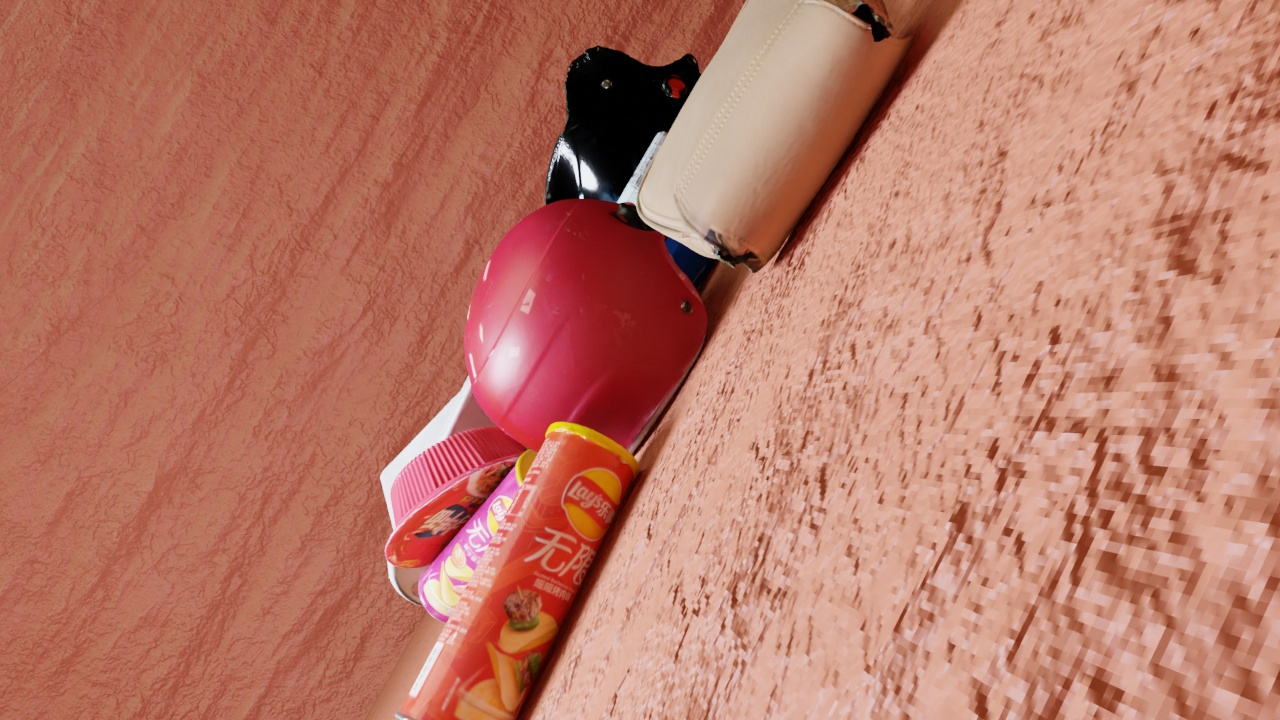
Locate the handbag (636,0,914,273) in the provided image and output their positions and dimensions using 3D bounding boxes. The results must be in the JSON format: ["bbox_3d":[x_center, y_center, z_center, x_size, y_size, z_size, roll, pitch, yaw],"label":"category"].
[{"bbox_3d":[0.086,-0.154,0.593,0.205,0.099,0.147,-57,24,21],"label":"handbag"}]

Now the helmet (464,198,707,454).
[{"bbox_3d":[-0.068,-0.037,0.740,0.207,0.143,0.239,-55,39,33],"label":"helmet"}]

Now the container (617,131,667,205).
[{"bbox_3d":[0.042,-0.176,0.985,0.090,0.111,0.090,-62,6,-15],"label":"container"}]

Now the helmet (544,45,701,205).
[{"bbox_3d":[0.005,-0.256,1.160,0.274,0.230,0.234,-39,-8,-16],"label":"helmet"}]

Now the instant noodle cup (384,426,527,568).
[{"bbox_3d":[-0.175,0.128,0.916,0.193,0.066,0.194,-27,-23,-13],"label":"instant noodle cup"}]

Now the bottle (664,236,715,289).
[{"bbox_3d":[0.038,-0.099,0.882,0.218,0.065,0.065,-60,6,-13],"label":"bottle"}]

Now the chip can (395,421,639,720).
[{"bbox_3d":[-0.076,0.147,0.603,0.216,0.073,0.073,-62,6,-25],"label":"chip can"}]

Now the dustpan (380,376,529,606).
[{"bbox_3d":[-0.174,0.156,1.043,0.258,0.142,0.222,-37,-31,19],"label":"dustpan"}]

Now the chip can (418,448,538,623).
[{"bbox_3d":[-0.137,0.172,0.878,0.211,0.071,0.071,-48,11,32],"label":"chip can"}]
